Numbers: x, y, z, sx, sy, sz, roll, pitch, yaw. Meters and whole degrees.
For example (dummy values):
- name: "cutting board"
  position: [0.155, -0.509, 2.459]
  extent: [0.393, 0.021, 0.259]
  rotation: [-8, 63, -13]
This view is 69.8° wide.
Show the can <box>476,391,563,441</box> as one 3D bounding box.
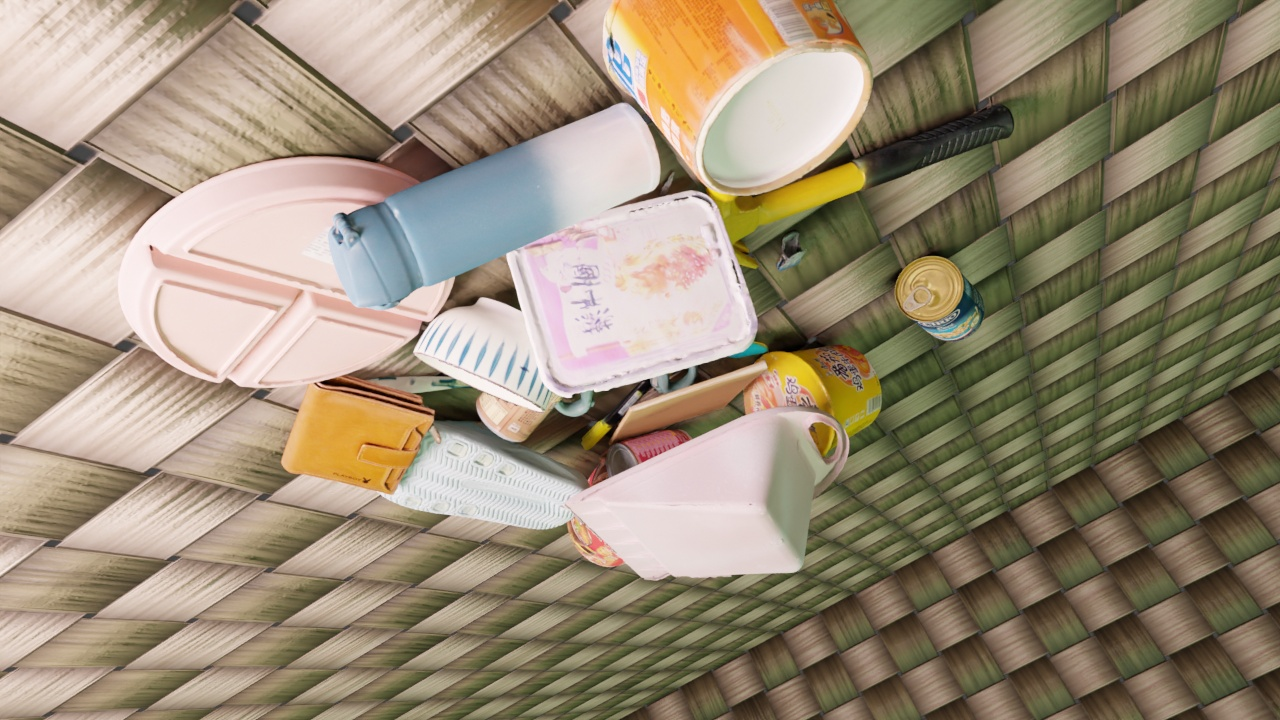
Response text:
- name: "can"
  position: [-0.093, 0.015, 0.827]
  extent: [0.116, 0.058, 0.058]
  rotation: [-48, 147, 15]

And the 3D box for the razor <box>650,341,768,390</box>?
- name: "razor"
  position: [0.074, -0.002, 0.988]
  extent: [0.132, 0.028, 0.043]
  rotation: [-14, 139, -10]

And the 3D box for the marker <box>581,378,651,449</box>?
- name: "marker"
  position: [-0.028, 0.059, 1.029]
  extent: [0.018, 0.015, 0.124]
  rotation: [6, 136, -47]

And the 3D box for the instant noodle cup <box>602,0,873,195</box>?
- name: "instant noodle cup"
  position: [0.065, -0.184, 0.575]
  extent: [0.151, 0.111, 0.152]
  rotation: [-20, 152, -12]

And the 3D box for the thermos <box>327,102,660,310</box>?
- name: "thermos"
  position: [-0.094, -0.101, 0.602]
  extent: [0.220, 0.070, 0.070]
  rotation: [-27, 154, -17]

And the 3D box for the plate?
- name: "plate"
  position: [-0.236, -0.050, 0.646]
  extent: [0.229, 0.028, 0.230]
  rotation: [-20, 151, -12]

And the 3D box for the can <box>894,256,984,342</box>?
- name: "can"
  position: [0.347, -0.069, 1.056]
  extent: [0.075, 0.075, 0.111]
  rotation: [-37, 151, 21]

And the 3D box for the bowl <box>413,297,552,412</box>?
- name: "bowl"
  position: [-0.118, -0.010, 0.749]
  extent: [0.066, 0.116, 0.116]
  rotation: [-67, 152, -10]

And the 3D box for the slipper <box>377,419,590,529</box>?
- name: "slipper"
  position: [-0.157, 0.108, 0.932]
  extent: [0.245, 0.074, 0.104]
  rotation: [22, 122, -34]

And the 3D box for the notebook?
- name: "notebook"
  position: [0.045, 0.051, 1.013]
  extent: [0.149, 0.012, 0.212]
  rotation: [-18, 169, -12]

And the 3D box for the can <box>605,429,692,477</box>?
- name: "can"
  position: [0.015, 0.120, 1.089]
  extent: [0.093, 0.066, 0.067]
  rotation: [-12, 150, -35]

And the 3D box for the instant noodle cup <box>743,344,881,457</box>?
- name: "instant noodle cup"
  position: [0.209, 0.044, 1.085]
  extent: [0.109, 0.138, 0.138]
  rotation: [-17, 153, -36]

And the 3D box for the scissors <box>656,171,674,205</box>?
- name: "scissors"
  position: [-0.005, -0.092, 0.788]
  extent: [0.160, 0.014, 0.180]
  rotation: [-40, 147, 21]

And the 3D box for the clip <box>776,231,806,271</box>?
- name: "clip"
  position: [0.148, -0.102, 0.890]
  extent: [0.024, 0.027, 0.056]
  rotation: [-21, 162, -7]

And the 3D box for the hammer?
- name: "hammer"
  position: [0.190, -0.162, 0.805]
  extent: [0.300, 0.032, 0.129]
  rotation: [-21, 153, -8]

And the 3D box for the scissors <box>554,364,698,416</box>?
- name: "scissors"
  position: [-0.005, 0.005, 0.924]
  extent: [0.180, 0.019, 0.171]
  rotation: [8, 135, -27]

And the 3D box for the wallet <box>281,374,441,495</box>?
- name: "wallet"
  position: [-0.243, 0.067, 0.807]
  extent: [0.119, 0.035, 0.131]
  rotation: [20, 134, -17]

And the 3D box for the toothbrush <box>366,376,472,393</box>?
- name: "toothbrush"
  position: [-0.167, 0.020, 0.840]
  extent: [0.191, 0.016, 0.018]
  rotation: [-3, 180, -35]

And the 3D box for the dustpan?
- name: "dustpan"
  position: [0.087, 0.142, 1.009]
  extent: [0.274, 0.138, 0.222]
  rotation: [-3, 146, 22]

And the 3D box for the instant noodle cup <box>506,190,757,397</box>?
- name: "instant noodle cup"
  position: [-0.008, -0.048, 0.727]
  extent: [0.173, 0.138, 0.060]
  rotation: [-16, 169, -9]

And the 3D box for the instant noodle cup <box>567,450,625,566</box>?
- name: "instant noodle cup"
  position: [-0.020, 0.190, 1.142]
  extent: [0.137, 0.137, 0.109]
  rotation: [-6, 155, -33]
